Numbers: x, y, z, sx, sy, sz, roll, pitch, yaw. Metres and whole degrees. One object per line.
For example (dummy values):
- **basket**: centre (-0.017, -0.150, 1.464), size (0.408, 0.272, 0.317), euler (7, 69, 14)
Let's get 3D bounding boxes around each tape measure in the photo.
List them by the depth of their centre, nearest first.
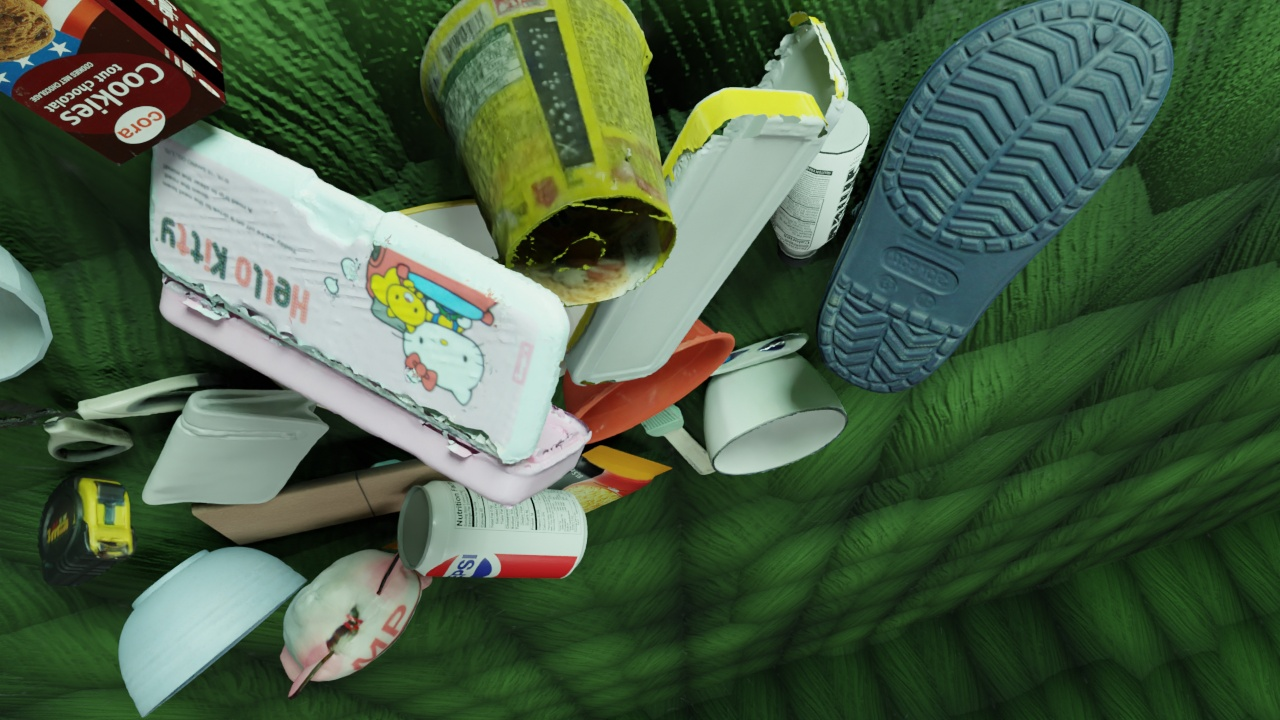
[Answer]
- **tape measure**: centre (-0.357, 0.107, 0.592), size (0.067, 0.062, 0.038), euler (-31, 150, 25)

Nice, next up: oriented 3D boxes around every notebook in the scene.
- **notebook**: centre (-0.214, 0.104, 0.704), size (0.209, 0.008, 0.142), euler (-10, 163, -14)

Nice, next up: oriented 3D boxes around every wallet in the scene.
- **wallet**: centre (-0.253, 0.052, 0.570), size (0.086, 0.032, 0.116), euler (8, 143, -43)

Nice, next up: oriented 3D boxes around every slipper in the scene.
- **slipper**: centre (0.179, -0.091, 0.519), size (0.095, 0.105, 0.254), euler (-50, 170, -52)

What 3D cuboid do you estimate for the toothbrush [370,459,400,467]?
- **toothbrush**: centre (-0.119, 0.068, 0.715), size (0.180, 0.016, 0.017), euler (-13, 153, -8)

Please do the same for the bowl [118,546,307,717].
- **bowl**: centre (-0.352, 0.201, 0.733), size (0.150, 0.075, 0.150), euler (-41, -178, 1)

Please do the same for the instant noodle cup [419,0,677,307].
- **instant noodle cup**: centre (-0.031, -0.084, 0.376), size (0.102, 0.108, 0.102), euler (-13, 151, -8)

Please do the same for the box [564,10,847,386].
- **box**: centre (0.019, -0.074, 0.461), size (0.083, 0.080, 0.211), euler (-4, 149, -27)

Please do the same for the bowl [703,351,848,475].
- **bowl**: centre (0.101, 0.039, 0.739), size (0.116, 0.065, 0.116), euler (-14, 153, -8)

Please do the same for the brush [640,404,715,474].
- **brush**: centre (0.040, 0.075, 0.831), size (0.033, 0.012, 0.217), euler (-22, 154, 9)

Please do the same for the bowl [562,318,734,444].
- **bowl**: centre (-0.004, 0.004, 0.612), size (0.130, 0.045, 0.131), euler (-29, 164, -9)

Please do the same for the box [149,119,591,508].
- **box**: centre (-0.111, -0.027, 0.393), size (0.100, 0.201, 0.103), euler (-28, 142, -66)

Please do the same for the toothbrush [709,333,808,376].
- **toothbrush**: centre (0.038, 0.007, 0.697), size (0.189, 0.016, 0.017), euler (-17, 143, -2)

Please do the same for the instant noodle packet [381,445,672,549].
- **instant noodle packet**: centre (-0.095, 0.131, 0.824), size (0.221, 0.032, 0.159), euler (-26, 159, 16)

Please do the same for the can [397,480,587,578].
- **can**: centre (-0.112, 0.131, 0.707), size (0.132, 0.070, 0.070), euler (10, 142, -34)

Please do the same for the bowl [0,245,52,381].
- **bowl**: centre (-0.312, -0.028, 0.389), size (0.106, 0.039, 0.106), euler (-14, 153, -7)

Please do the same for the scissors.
- **scissors**: centre (-0.306, 0.030, 0.501), size (0.168, 0.012, 0.158), euler (-16, 165, -29)

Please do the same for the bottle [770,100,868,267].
- **bottle**: centre (0.096, -0.093, 0.513), size (0.041, 0.041, 0.116), euler (-14, 153, -8)

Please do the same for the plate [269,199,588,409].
- **plate**: centre (-0.111, -0.015, 0.556), size (0.229, 0.021, 0.230), euler (-14, 153, -7)

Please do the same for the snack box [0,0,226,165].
- **snack box**: centre (-0.203, -0.121, 0.287), size (0.051, 0.031, 0.141), euler (-24, 153, 12)

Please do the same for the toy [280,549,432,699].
- **toy**: centre (-0.248, 0.215, 0.782), size (0.141, 0.084, 0.213), euler (-42, -176, -19)
